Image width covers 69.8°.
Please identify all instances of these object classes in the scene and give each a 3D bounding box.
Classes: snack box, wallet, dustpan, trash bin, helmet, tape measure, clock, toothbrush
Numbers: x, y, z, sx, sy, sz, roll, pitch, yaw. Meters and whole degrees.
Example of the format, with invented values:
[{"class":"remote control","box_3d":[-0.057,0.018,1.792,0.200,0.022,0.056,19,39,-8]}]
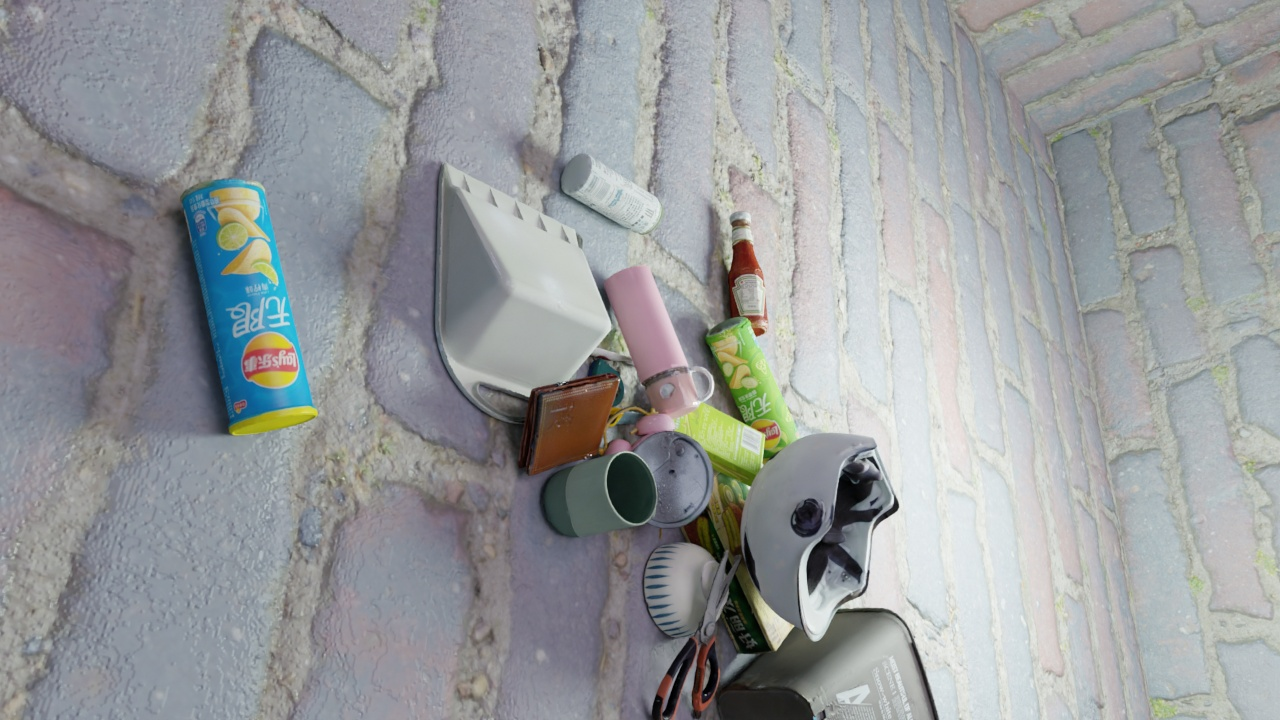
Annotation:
[{"class":"snack box","box_3d":[0.134,0.260,1.229,0.114,0.063,0.240,-33,100,-51]},{"class":"wallet","box_3d":[-0.080,0.068,1.032,0.124,0.032,0.101,-12,124,-47]},{"class":"snack box","box_3d":[0.090,0.099,1.213,0.156,0.026,0.085,27,38,-9]},{"class":"dustpan","box_3d":[-0.152,-0.065,1.068,0.222,0.143,0.257,23,29,-43]},{"class":"trash bin","box_3d":[0.236,0.448,1.176,0.219,0.199,0.199,-12,84,-46]},{"class":"helmet","box_3d":[0.207,0.204,1.155,0.258,0.146,0.229,-62,144,-15]},{"class":"tape measure","box_3d":[-0.043,0.032,1.144,0.054,0.025,0.058,38,49,-33]},{"class":"clock","box_3d":[0.014,0.129,1.116,0.117,0.060,0.158,-38,100,-20]},{"class":"toothbrush","box_3d":[-0.007,0.007,1.207,0.187,0.016,0.017,16,72,-46]}]

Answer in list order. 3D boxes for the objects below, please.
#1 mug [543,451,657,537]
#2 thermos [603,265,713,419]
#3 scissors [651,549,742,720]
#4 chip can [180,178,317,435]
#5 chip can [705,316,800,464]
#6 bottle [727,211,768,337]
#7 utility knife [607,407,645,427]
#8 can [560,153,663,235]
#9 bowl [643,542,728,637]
[{"class":"mug","box_3d":[-0.039,0.157,1.029,0.111,0.107,0.082,32,51,-37]},{"class":"thermos","box_3d":[0.025,-0.025,1.177,0.198,0.087,0.067,68,9,16]},{"class":"scissors","box_3d":[0.077,0.336,1.091,0.196,0.015,0.214,-36,127,-32]},{"class":"chip can","box_3d":[-0.336,-0.045,0.789,0.071,0.071,0.210,-7,80,-51]},{"class":"chip can","box_3d":[0.168,0.043,1.355,0.072,0.073,0.221,-34,101,-51]},{"class":"bottle","box_3d":[0.164,-0.137,1.439,0.059,0.060,0.205,19,60,-45]},{"class":"utility knife","box_3d":[-0.050,0.066,1.110,0.015,0.033,0.217,38,17,31]},{"class":"can","box_3d":[-0.037,-0.222,1.234,0.146,0.058,0.058,23,57,-43]},{"class":"bowl","box_3d":[0.066,0.281,1.135,0.116,0.066,0.116,23,58,-43]}]
